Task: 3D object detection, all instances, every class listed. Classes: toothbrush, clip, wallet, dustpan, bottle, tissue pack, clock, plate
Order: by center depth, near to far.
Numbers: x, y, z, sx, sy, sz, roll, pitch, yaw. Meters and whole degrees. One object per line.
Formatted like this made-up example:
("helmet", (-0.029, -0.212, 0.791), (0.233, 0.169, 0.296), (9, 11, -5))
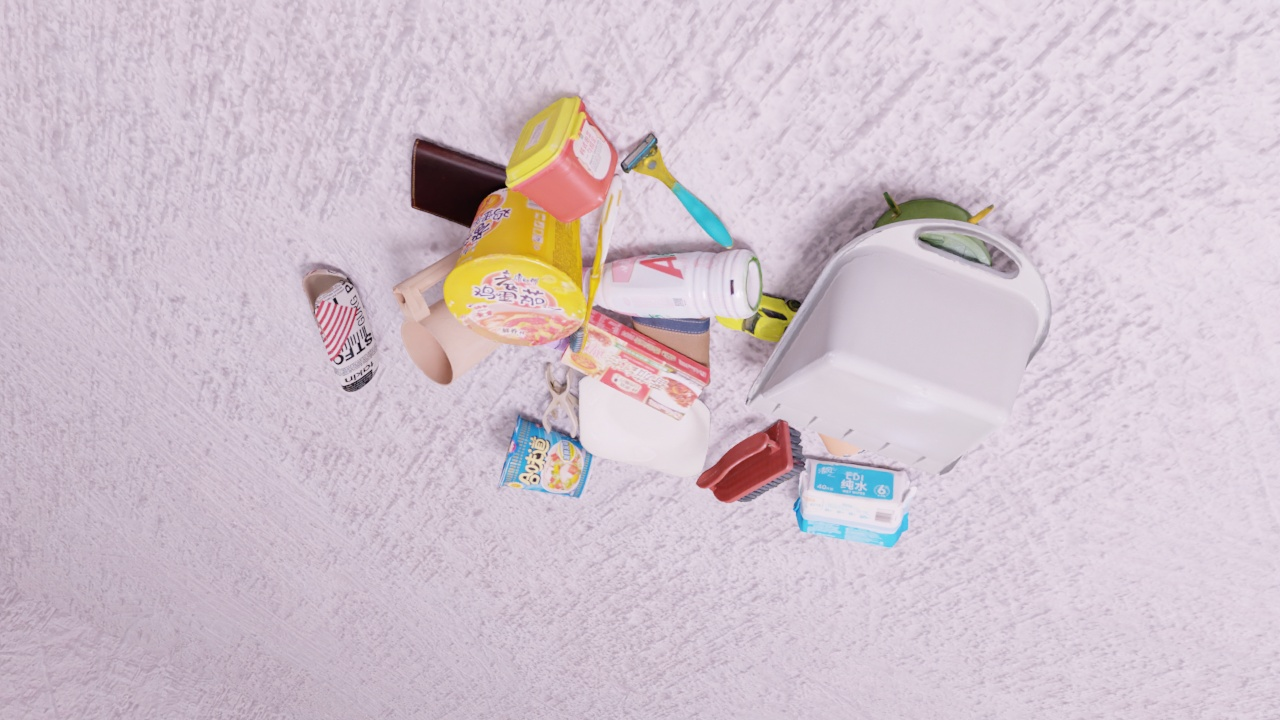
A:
("clock", (0.257, -0.078, 0.842), (0.116, 0.056, 0.161), (10, 137, 12))
("dustpan", (0.247, -0.013, 0.853), (0.222, 0.142, 0.258), (20, 164, -1))
("toothbrush", (-0.046, -0.092, 0.918), (0.016, 0.018, 0.192), (29, 117, 30))
("bottle", (0.021, -0.076, 0.931), (0.197, 0.068, 0.068), (1, 135, 25))
("wallet", (-0.176, -0.171, 0.942), (0.122, 0.020, 0.097), (20, 144, -1))
("wallet", (0.035, -0.021, 1.009), (0.090, 0.033, 0.115), (10, 138, 15))
("tissue pack", (0.254, 0.169, 1.099), (0.140, 0.063, 0.090), (7, 135, 13))
("plate", (0.006, 0.071, 1.115), (0.164, 0.034, 0.165), (13, 137, 8))
("clip", (-0.085, 0.052, 1.133), (0.083, 0.034, 0.105), (22, 131, 2))

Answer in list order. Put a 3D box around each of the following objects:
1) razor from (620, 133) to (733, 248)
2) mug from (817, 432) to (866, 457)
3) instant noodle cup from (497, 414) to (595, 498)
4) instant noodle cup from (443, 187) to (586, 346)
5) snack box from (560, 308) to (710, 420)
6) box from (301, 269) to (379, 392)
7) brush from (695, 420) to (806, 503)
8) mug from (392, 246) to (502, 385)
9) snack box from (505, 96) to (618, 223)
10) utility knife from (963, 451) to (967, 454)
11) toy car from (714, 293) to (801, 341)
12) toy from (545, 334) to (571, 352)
("razor", (0.041, -0.154, 0.866), (0.132, 0.028, 0.043), (42, 103, -19))
("mug", (0.201, 0.034, 0.973), (0.078, 0.078, 0.123), (-21, 120, 37))
("instant noodle cup", (-0.119, 0.132, 1.190), (0.110, 0.099, 0.099), (17, 139, -8))
("instant noodle cup", (-0.118, -0.097, 0.912), (0.138, 0.109, 0.138), (3, 145, 2))
("snack box", (-0.006, 0.006, 1.008), (0.153, 0.025, 0.075), (27, 135, -5))
("box", (-0.371, -0.041, 1.127), (0.088, 0.076, 0.163), (30, 145, 29))
("brush", (0.128, 0.128, 1.103), (0.069, 0.063, 0.146), (18, 143, -26))
("mug", (-0.203, -0.051, 1.004), (0.084, 0.103, 0.125), (10, 129, 44))
("snack box", (-0.067, -0.180, 0.837), (0.082, 0.091, 0.080), (-22, 130, 38))
("utility knife", (0.318, 0.043, 0.975), (0.034, 0.018, 0.191), (0, 136, 37))
("toy car", (0.123, -0.044, 0.949), (0.105, 0.032, 0.048), (16, 139, 8))
("toy", (-0.108, -0.052, 1.024), (0.084, 0.038, 0.108), (10, 139, 10))
